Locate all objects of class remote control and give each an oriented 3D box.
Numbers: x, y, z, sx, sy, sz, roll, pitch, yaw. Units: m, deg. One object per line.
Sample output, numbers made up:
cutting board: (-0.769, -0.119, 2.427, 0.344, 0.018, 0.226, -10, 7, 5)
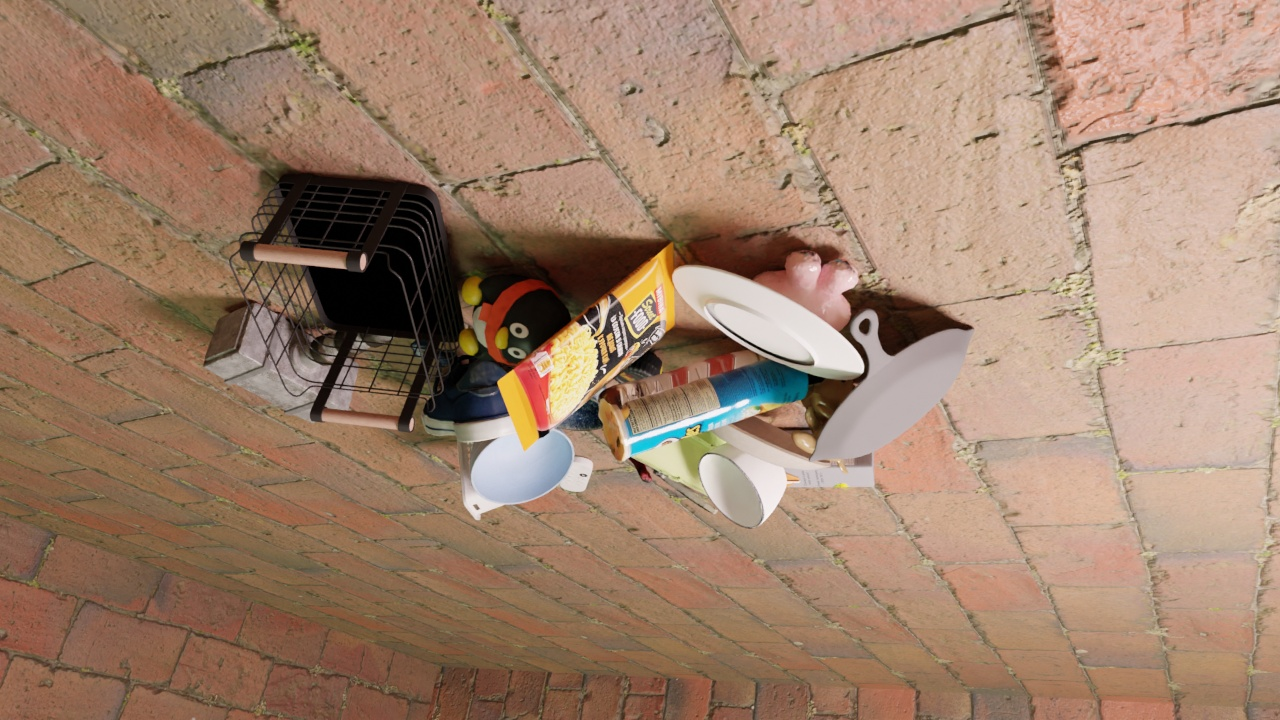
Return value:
remote control: (-0.104, 0.184, 1.479, 0.043, 0.013, 0.137, 11, 152, -5)

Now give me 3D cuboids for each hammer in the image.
hammer: (-0.356, -0.022, 1.112, 0.327, 0.079, 0.177, -16, 144, 30)

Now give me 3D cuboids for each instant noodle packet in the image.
instant noodle packet: (-0.045, -0.010, 0.927, 0.032, 0.220, 0.160, 43, 162, 22)

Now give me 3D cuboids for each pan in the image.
pan: (0.246, 0.024, 0.901, 0.216, 0.024, 0.354, -39, 152, 5)

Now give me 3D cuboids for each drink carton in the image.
drink carton: (0.243, 0.129, 1.210, 0.125, 0.076, 0.048, -3, 140, 16)

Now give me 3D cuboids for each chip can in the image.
chip can: (0.069, 0.039, 1.007, 0.229, 0.079, 0.080, -16, 158, -18)

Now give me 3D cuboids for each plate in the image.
plate: (0.139, 0.094, 1.111, 0.188, 0.027, 0.188, 24, -174, -3)
plate: (0.120, -0.030, 0.903, 0.208, 0.015, 0.209, 29, 170, 5)

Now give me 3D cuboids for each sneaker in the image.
sneaker: (-0.223, 0.029, 1.139, 0.120, 0.127, 0.295, -12, -177, -22)

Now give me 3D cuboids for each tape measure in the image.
tape measure: (-0.006, 0.006, 1.093, 0.063, 0.038, 0.067, -8, 146, 45)

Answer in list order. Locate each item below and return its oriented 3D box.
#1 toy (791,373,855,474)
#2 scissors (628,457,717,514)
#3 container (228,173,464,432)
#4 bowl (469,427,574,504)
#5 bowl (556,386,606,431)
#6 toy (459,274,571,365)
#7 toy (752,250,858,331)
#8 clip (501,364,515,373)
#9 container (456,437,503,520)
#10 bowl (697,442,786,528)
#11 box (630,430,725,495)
toy: (0.222, 0.063, 1.063, 0.134, 0.108, 0.106, -15, 132, 37)
scissors: (0.028, 0.159, 1.272, 0.179, 0.015, 0.199, 32, -178, -3)
container: (-0.280, -0.056, 0.905, 0.163, 0.130, 0.242, 6, 139, 5)
bowl: (-0.175, 0.125, 1.299, 0.150, 0.074, 0.151, -14, 135, -15)
bowl: (-0.087, 0.039, 1.150, 0.114, 0.060, 0.114, 8, 152, 4)
toy: (-0.119, -0.037, 0.961, 0.119, 0.099, 0.098, 29, 123, 32)
toy: (0.162, -0.067, 0.892, 0.108, 0.053, 0.105, 16, 143, -6)
clip: (-0.156, 0.032, 1.181, 0.060, 0.041, 0.024, 34, 145, -30)
container: (-0.237, 0.165, 1.375, 0.049, 0.129, 0.081, -12, 151, 1)
bowl: (0.137, 0.152, 1.189, 0.116, 0.065, 0.116, 37, 145, 32)
box: (0.072, 0.103, 1.229, 0.188, 0.064, 0.130, 30, 104, -38)
